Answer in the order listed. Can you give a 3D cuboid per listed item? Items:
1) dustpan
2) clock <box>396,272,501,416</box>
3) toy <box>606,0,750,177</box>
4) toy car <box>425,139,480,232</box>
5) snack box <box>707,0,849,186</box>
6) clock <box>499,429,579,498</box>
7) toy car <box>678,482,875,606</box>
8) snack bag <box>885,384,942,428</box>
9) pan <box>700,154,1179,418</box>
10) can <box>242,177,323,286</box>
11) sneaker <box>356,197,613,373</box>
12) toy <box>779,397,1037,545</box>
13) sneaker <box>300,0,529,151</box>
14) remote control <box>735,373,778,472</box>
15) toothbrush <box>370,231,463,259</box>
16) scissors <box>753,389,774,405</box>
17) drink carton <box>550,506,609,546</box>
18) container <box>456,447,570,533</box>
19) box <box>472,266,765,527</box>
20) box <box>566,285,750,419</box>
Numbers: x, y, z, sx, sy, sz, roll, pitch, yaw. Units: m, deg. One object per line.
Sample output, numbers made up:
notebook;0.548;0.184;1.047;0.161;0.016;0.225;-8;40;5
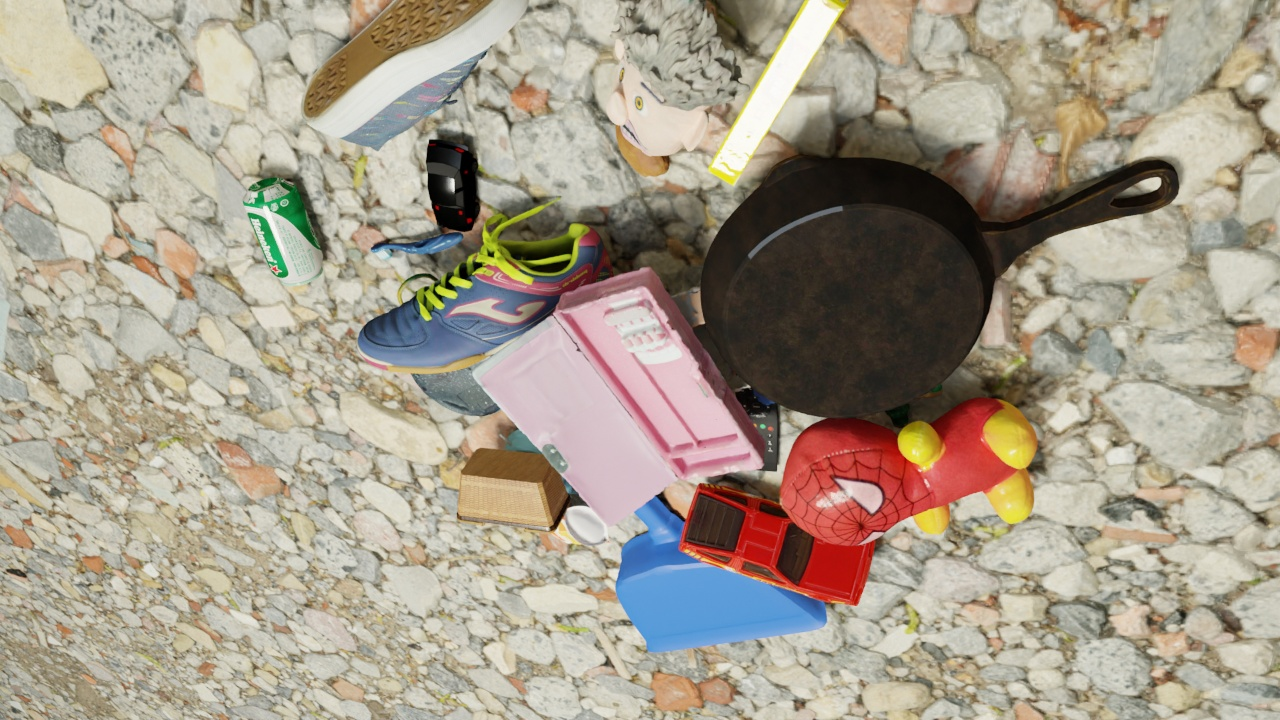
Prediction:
dustpan;0.040;0.221;1.019;0.246;0.059;0.257;-20;126;32
clock;-0.183;-0.016;0.922;0.118;0.059;0.162;-23;114;33
toy;0.010;-0.203;0.683;0.132;0.076;0.176;65;156;25
toy car;-0.172;-0.154;0.827;0.042;0.036;0.092;14;130;11
snack box;0.101;-0.202;0.656;0.025;0.075;0.153;31;131;-1
clock;-0.098;0.116;1.008;0.123;0.041;0.088;19;131;0
toy car;0.138;0.186;0.930;0.189;0.081;0.056;17;172;7
snack bag;0.211;0.000;0.799;0.087;0.044;0.155;-12;127;18
pan;0.218;-0.063;0.692;0.357;0.043;0.249;-20;122;18
can;-0.352;-0.128;0.907;0.053;0.053;0.101;4;127;19
sneaker;-0.146;-0.065;0.821;0.242;0.116;0.091;-17;129;0
toy;0.228;0.098;0.801;0.216;0.098;0.148;-10;127;10
sneaker;-0.172;-0.244;0.746;0.236;0.087;0.079;-22;150;29
remote control;0.116;0.059;0.894;0.039;0.010;0.125;3;127;20
toothbrush;-0.214;-0.109;0.878;0.133;0.021;0.016;-1;138;37
scissors;0.147;0.001;0.827;0.110;0.015;0.132;-1;127;9
drink carton;-0.087;0.190;1.045;0.069;0.038;0.122;38;155;-16
container;-0.137;0.135;0.969;0.114;0.063;0.061;5;121;14
box;-0.011;0.036;0.802;0.180;0.059;0.233;-24;127;14
box;-0.010;-0.008;0.840;0.217;0.094;0.107;-17;152;31
